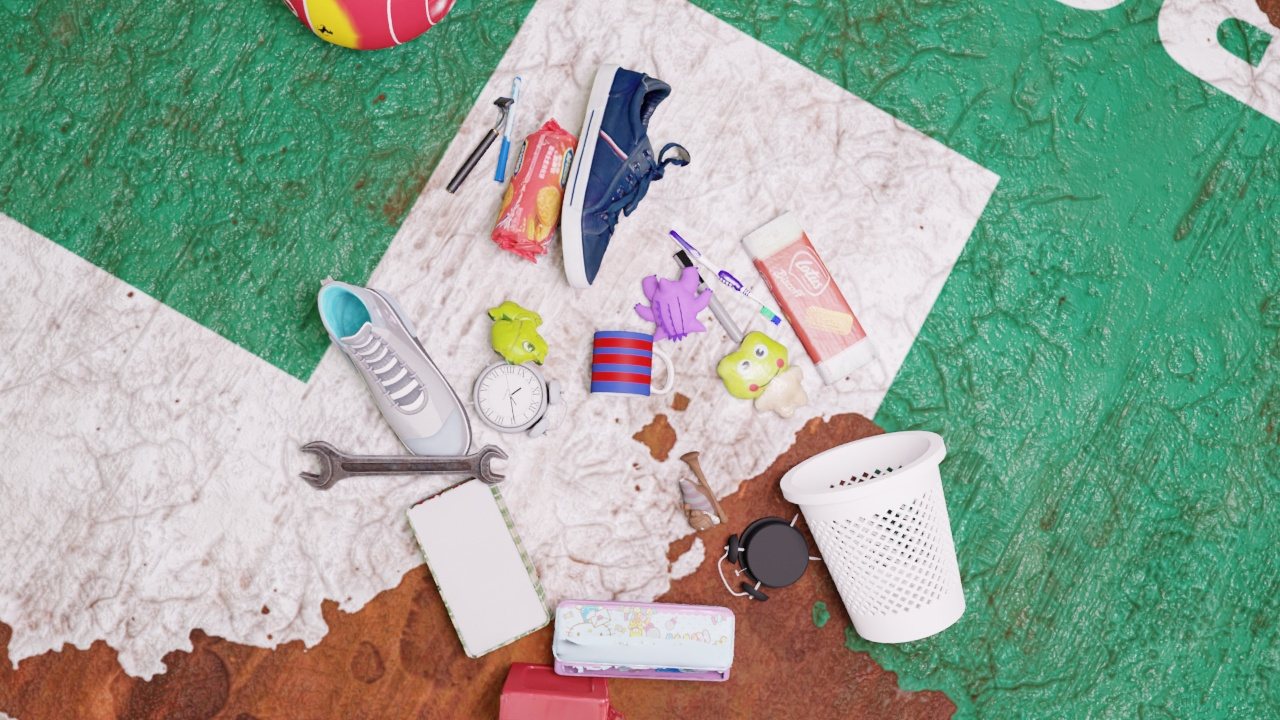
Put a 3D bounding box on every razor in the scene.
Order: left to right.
[{"bbox_3d":[-0.206,-0.277,1.187,0.022,0.043,0.144,33,89,-35],"label":"razor"}]

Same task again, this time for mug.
[{"bbox_3d":[-0.007,0.007,1.152,0.111,0.075,0.076,6,84,-29],"label":"mug"}]

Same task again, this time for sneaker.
[{"bbox_3d":[-0.294,0.017,1.088,0.093,0.160,0.256,-33,86,-5],"label":"sneaker"},{"bbox_3d":[-0.017,-0.224,1.150,0.127,0.121,0.294,12,81,11],"label":"sneaker"}]

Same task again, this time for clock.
[{"bbox_3d":[-0.152,0.049,1.153,0.122,0.035,0.094,22,85,0],"label":"clock"},{"bbox_3d":[0.157,0.248,1.147,0.120,0.042,0.091,-26,87,-5],"label":"clock"}]

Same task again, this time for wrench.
[{"bbox_3d":[-0.289,0.127,1.110,0.273,0.010,0.070,-2,116,11],"label":"wrench"}]

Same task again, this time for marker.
[{"bbox_3d":[-0.172,-0.301,1.194,0.013,0.013,0.141,9,84,-2],"label":"marker"},{"bbox_3d":[0.089,-0.082,1.185,0.016,0.016,0.140,-35,88,-5],"label":"marker"}]

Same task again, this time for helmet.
[{"bbox_3d":[-0.321,-0.511,1.114,0.224,0.198,0.270,18,76,-1],"label":"helmet"}]

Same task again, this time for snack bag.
[{"bbox_3d":[-0.131,-0.212,1.158,0.082,0.082,0.176,18,84,-1],"label":"snack bag"},{"bbox_3d":[0.217,-0.081,1.181,0.077,0.041,0.225,-30,89,-3],"label":"snack bag"}]

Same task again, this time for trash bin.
[{"bbox_3d":[0.292,0.213,1.096,0.195,0.195,0.199,-20,96,-4],"label":"trash bin"}]

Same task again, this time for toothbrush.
[{"bbox_3d":[0.110,-0.108,1.189,0.186,0.015,0.016,38,89,1],"label":"toothbrush"}]

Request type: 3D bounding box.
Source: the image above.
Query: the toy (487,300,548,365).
[{"bbox_3d":[-0.153,-0.034,1.146,0.094,0.036,0.093,27,48,2],"label":"toy"}]

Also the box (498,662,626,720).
[{"bbox_3d":[-0.098,0.420,1.066,0.165,0.157,0.151,42,82,3],"label":"box"}]

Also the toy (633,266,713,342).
[{"bbox_3d":[0.042,-0.069,1.161,0.106,0.055,0.088,-11,96,17],"label":"toy"}]

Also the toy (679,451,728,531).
[{"bbox_3d":[0.072,0.170,1.152,0.054,0.042,0.102,-31,96,-27],"label":"toy"}]

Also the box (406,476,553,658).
[{"bbox_3d":[-0.197,0.249,1.129,0.117,0.050,0.205,-26,86,-1],"label":"box"}]

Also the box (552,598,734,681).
[{"bbox_3d":[0.003,0.329,1.105,0.214,0.089,0.093,3,91,-2],"label":"box"}]

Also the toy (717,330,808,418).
[{"bbox_3d":[0.161,0.024,1.167,0.092,0.043,0.118,-44,90,-7],"label":"toy"}]
